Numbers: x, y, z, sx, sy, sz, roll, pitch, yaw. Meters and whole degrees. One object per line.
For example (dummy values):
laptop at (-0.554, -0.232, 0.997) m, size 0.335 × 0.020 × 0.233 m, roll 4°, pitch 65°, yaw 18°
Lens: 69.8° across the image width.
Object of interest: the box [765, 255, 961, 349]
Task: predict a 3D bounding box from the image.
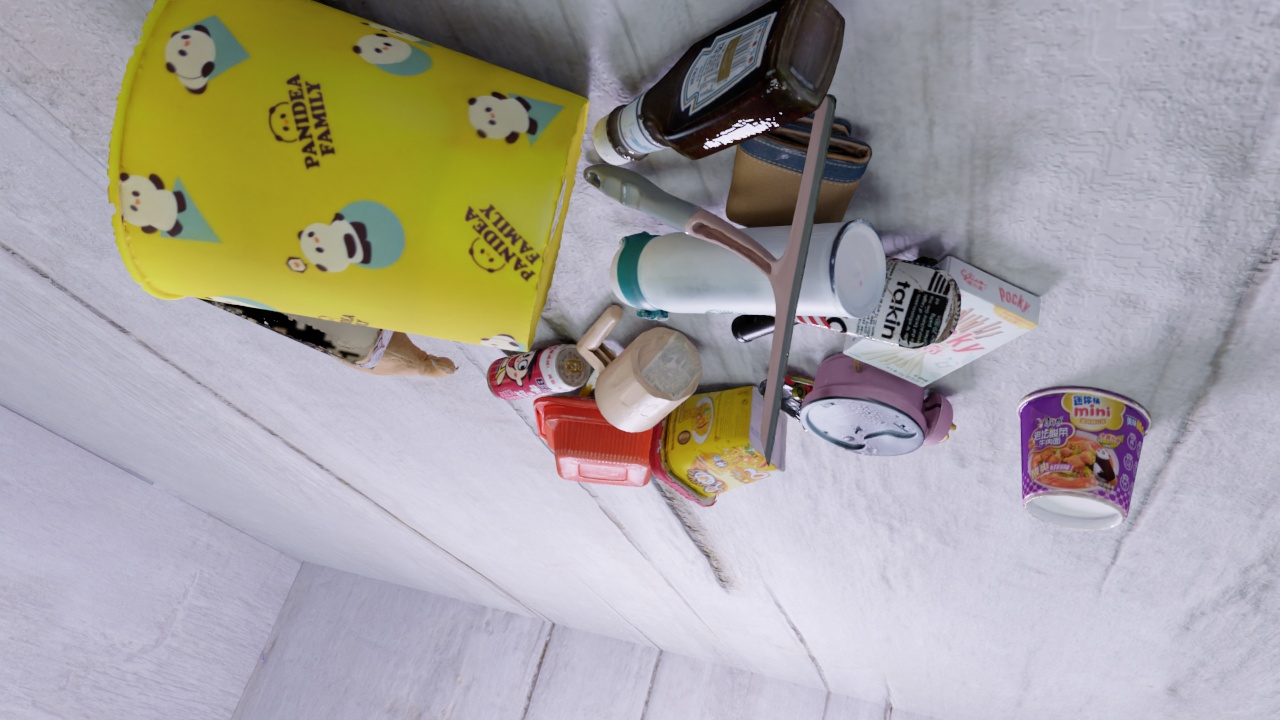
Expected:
box at (0.167, -0.055, 0.712) m, size 0.164 × 0.075 × 0.080 m, roll 14°, pitch -176°, yaw 34°

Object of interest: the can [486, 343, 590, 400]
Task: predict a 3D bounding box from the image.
can at (-0.118, 0.014, 1.056) m, size 0.133 × 0.053 × 0.053 m, roll -10°, pitch 143°, yaw 46°

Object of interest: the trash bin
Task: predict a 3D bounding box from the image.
trash bin at (-0.180, -0.123, 0.636) m, size 0.255 × 0.229 × 0.230 m, roll 14°, pitch 155°, yaw -4°

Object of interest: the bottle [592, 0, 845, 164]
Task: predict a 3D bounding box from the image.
bottle at (0.036, -0.161, 0.566) m, size 0.044 × 0.079 × 0.195 m, roll 30°, pitch 160°, yaw -30°

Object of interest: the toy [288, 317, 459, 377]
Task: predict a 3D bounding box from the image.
toy at (-0.294, -0.030, 0.974) m, size 0.226 × 0.082 × 0.143 m, roll 32°, pitch -168°, yaw 34°

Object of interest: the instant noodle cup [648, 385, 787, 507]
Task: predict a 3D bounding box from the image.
instant noodle cup at (0.090, 0.088, 1.014) m, size 0.124 × 0.115 × 0.116 m, roll -18°, pitch 138°, yaw 35°

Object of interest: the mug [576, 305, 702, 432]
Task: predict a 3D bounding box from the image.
mug at (-0.006, 0.006, 0.950) m, size 0.124 × 0.084 × 0.104 m, roll 47°, pitch 151°, yaw 0°

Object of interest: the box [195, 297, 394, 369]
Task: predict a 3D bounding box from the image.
box at (-0.306, -0.094, 0.883) m, size 0.183 × 0.156 × 0.192 m, roll 25°, pitch 174°, yaw -8°

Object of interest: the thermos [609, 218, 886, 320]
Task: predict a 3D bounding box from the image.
thermos at (0.069, -0.065, 0.695) m, size 0.225 × 0.073 × 0.073 m, roll 4°, pitch 153°, yaw 45°

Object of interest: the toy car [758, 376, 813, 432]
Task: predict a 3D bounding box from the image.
toy car at (0.168, 0.043, 0.946) m, size 0.106 × 0.031 × 0.049 m, roll 31°, pitch 151°, yaw -28°

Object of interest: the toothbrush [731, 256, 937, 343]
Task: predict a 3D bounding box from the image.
toothbrush at (0.157, -0.052, 0.772) m, size 0.027 × 0.026 × 0.213 m, roll -7°, pitch 172°, yaw -39°

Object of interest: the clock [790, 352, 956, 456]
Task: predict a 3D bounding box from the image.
clock at (0.231, 0.050, 0.888) m, size 0.158 × 0.059 × 0.117 m, roll 31°, pitch 151°, yaw -22°

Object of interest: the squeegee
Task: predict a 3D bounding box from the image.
squeegee at (0.039, -0.095, 0.648) m, size 0.249 × 0.040 × 0.248 m, roll 38°, pitch 135°, yaw 42°

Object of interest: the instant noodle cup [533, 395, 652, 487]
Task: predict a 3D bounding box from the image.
instant noodle cup at (-0.041, 0.104, 1.140) m, size 0.189 × 0.079 × 0.165 m, roll 5°, pitch 158°, yaw 1°

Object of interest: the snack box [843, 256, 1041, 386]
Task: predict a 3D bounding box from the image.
snack box at (0.244, -0.027, 0.761) m, size 0.084 × 0.026 × 0.157 m, roll 23°, pitch 155°, yaw -9°

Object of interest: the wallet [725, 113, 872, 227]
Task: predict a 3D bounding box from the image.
wallet at (0.107, -0.126, 0.647) m, size 0.090 × 0.033 × 0.115 m, roll 18°, pitch 156°, yaw 7°

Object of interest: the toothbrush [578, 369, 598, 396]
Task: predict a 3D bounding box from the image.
toothbrush at (-0.061, 0.029, 1.096) m, size 0.016 × 0.018 × 0.192 m, roll 20°, pitch 153°, yaw -11°

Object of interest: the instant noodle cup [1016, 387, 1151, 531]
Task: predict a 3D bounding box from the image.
instant noodle cup at (0.391, 0.092, 0.820) m, size 0.111 × 0.099 × 0.112 m, roll 15°, pitch 153°, yaw 7°
